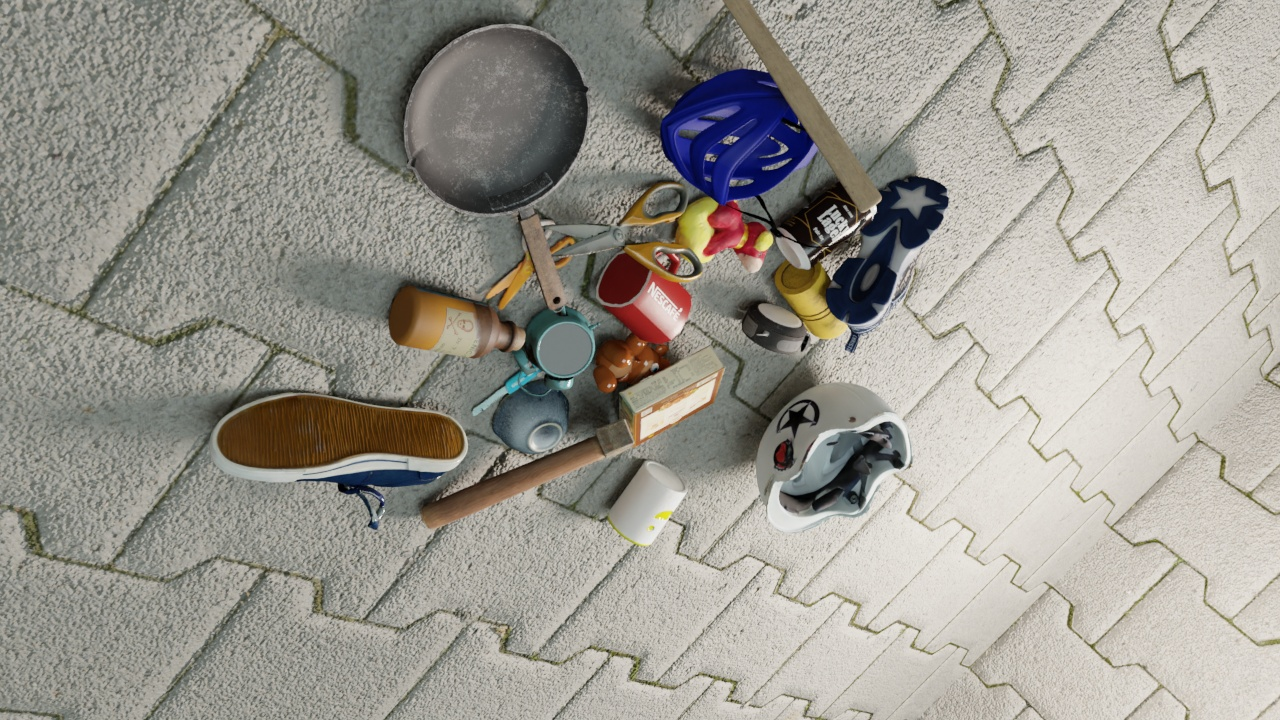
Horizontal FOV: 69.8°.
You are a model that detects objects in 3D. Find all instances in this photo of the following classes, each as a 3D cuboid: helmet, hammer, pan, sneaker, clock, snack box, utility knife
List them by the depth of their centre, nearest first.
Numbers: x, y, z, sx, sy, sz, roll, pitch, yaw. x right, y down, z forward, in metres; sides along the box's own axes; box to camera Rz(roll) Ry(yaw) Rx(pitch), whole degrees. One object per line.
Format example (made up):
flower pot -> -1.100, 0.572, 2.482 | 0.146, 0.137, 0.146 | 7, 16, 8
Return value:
hammer -> 0.154, -0.300, 0.968 | 0.119, 0.331, 0.031 | -36, -178, -16
pan -> -0.136, -0.193, 1.000 | 0.207, 0.040, 0.357 | -27, 136, -15
helmet -> 0.146, -0.222, 1.038 | 0.240, 0.227, 0.148 | -12, 145, -45
sneaker -> -0.357, 0.120, 1.072 | 0.294, 0.120, 0.128 | 7, 142, -41
clock -> -0.108, -0.009, 1.148 | 0.090, 0.053, 0.124 | 30, 98, -23
utility knife -> -0.151, 0.024, 1.183 | 0.158, 0.015, 0.022 | -38, 114, -2
hammer -> -0.153, 0.157, 1.243 | 0.300, 0.037, 0.158 | -22, 174, -5
snack box -> 0.041, 0.052, 1.283 | 0.143, 0.041, 0.147 | -28, 161, -12
clock -> 0.196, -0.049, 1.311 | 0.122, 0.091, 0.044 | 5, 121, -31
sneaker -> 0.359, -0.140, 1.330 | 0.269, 0.103, 0.132 | -57, 154, -15
helmet -> 0.288, 0.144, 1.483 | 0.236, 0.163, 0.264 | 27, 112, -41

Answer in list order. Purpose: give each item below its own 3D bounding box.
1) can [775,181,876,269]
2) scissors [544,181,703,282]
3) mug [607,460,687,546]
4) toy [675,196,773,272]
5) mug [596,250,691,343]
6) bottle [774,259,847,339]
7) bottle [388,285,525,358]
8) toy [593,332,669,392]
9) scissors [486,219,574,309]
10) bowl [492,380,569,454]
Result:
can -> 0.252, -0.186, 1.254 | 0.128, 0.072, 0.072 | -37, 137, -4
scissors -> -0.014, -0.158, 1.077 | 0.225, 0.016, 0.166 | 7, 78, -35
mug -> 0.011, 0.218, 1.407 | 0.082, 0.082, 0.106 | 19, 110, -43
toy -> 0.109, -0.168, 1.183 | 0.137, 0.067, 0.106 | 11, 115, -26
mug -> 0.011, -0.094, 1.161 | 0.096, 0.081, 0.116 | 41, 67, -47
bottle -> 0.260, -0.083, 1.346 | 0.071, 0.071, 0.164 | -44, 137, 3
bottle -> -0.205, -0.038, 1.057 | 0.156, 0.068, 0.068 | 12, 116, -41
toy -> -0.007, 0.007, 1.238 | 0.127, 0.065, 0.095 | 7, 129, -45
scissors -> -0.140, -0.115, 1.081 | 0.133, 0.012, 0.084 | -38, 136, -5
bowl -> -0.137, 0.086, 1.216 | 0.110, 0.055, 0.110 | -18, 133, -21
